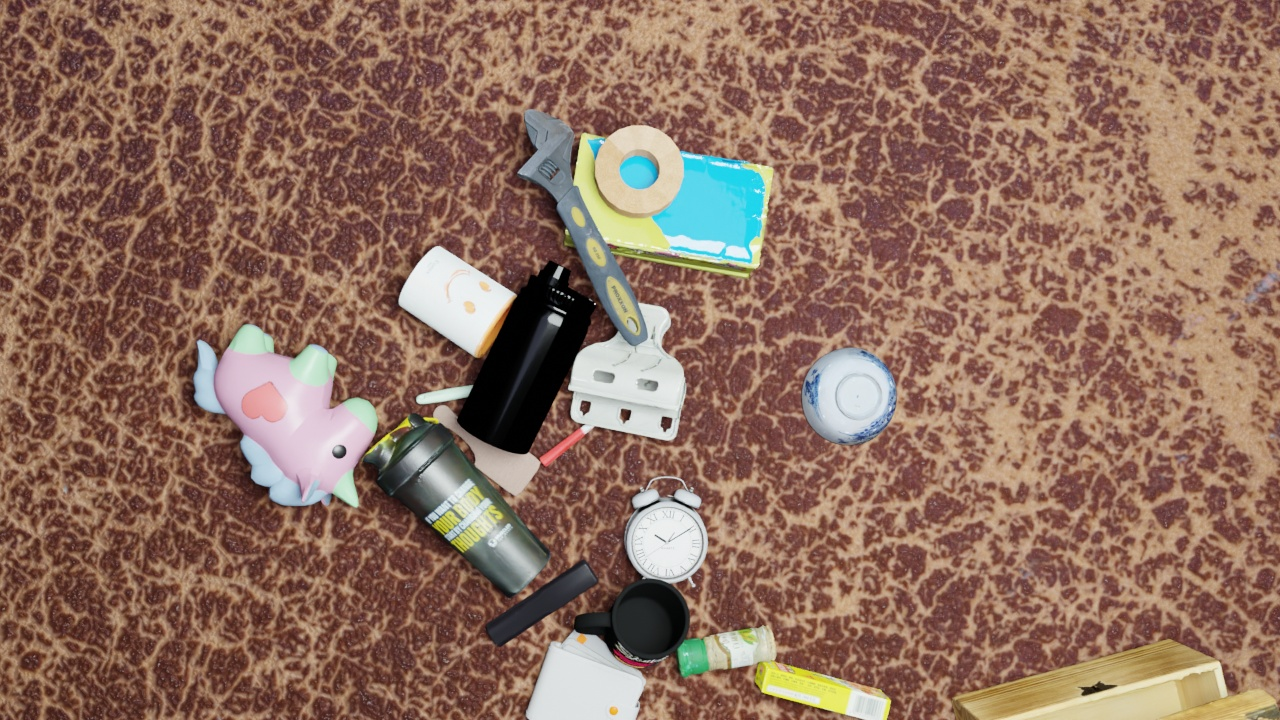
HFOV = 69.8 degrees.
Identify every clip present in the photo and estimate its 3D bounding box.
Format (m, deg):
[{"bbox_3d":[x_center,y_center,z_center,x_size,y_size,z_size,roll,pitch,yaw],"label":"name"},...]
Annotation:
[{"bbox_3d":[-0.009,0.006,1.012,0.126,0.101,0.152,11,93,7],"label":"clip"}]

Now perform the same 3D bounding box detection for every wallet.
[{"bbox_3d":[-0.055,0.364,1.034,0.118,0.037,0.115,19,88,1],"label":"wallet"}]

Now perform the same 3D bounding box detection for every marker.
[{"bbox_3d":[-0.056,0.073,1.050,0.142,0.013,0.013,-38,91,-4],"label":"marker"}]

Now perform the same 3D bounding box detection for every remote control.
[{"bbox_3d":[-0.112,0.277,1.042,0.136,0.015,0.032,-33,91,-3],"label":"remote control"}]

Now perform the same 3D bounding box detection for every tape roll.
[{"bbox_3d":[-0.002,-0.200,0.975,0.094,0.027,0.094,0,88,-4],"label":"tape roll"}]

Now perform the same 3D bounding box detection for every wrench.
[{"bbox_3d":[-0.061,-0.140,0.973,0.073,0.022,0.273,-27,90,-11],"label":"wrench"}]

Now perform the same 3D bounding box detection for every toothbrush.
[{"bbox_3d":[-0.178,0.031,1.043,0.154,0.015,0.022,-10,70,-3],"label":"toothbrush"}]

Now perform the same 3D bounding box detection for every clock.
[{"bbox_3d":[0.030,0.193,1.040,0.094,0.035,0.122,1,90,-3],"label":"clock"}]

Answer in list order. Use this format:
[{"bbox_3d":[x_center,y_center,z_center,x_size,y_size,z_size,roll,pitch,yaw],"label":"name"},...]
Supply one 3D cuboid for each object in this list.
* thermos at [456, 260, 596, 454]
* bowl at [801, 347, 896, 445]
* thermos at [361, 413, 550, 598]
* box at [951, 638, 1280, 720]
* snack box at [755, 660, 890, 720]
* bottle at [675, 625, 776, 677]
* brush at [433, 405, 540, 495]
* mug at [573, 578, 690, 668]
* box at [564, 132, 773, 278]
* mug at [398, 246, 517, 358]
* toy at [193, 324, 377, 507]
[{"bbox_3d":[-0.116,-0.007,0.989,0.086,0.086,0.199,26,96,-2],"label":"thermos"},{"bbox_3d":[0.245,0.042,1.049,0.114,0.045,0.114,0,89,-3],"label":"bowl"},{"bbox_3d":[-0.197,0.157,1.006,0.098,0.098,0.221,-44,95,-3],"label":"thermos"},{"bbox_3d":[0.524,0.477,0.987,0.279,0.192,0.251,-14,91,-5],"label":"box"},{"bbox_3d":[0.207,0.376,1.043,0.148,0.040,0.029,15,87,-3],"label":"snack box"},{"bbox_3d":[0.096,0.329,1.038,0.111,0.043,0.043,-9,89,-3],"label":"bottle"},{"bbox_3d":[-0.179,0.096,1.045,0.135,0.015,0.050,36,91,4],"label":"brush"},{"bbox_3d":[-0.013,0.285,0.992,0.118,0.098,0.081,3,66,-7],"label":"mug"},{"bbox_3d":[0.031,-0.171,1.030,0.221,0.079,0.124,8,88,-5],"label":"box"},{"bbox_3d":[-0.199,-0.064,1.011,0.105,0.082,0.082,33,87,0],"label":"mug"},{"bbox_3d":[-0.390,0.062,0.991,0.222,0.120,0.171,18,78,-3],"label":"toy"}]
